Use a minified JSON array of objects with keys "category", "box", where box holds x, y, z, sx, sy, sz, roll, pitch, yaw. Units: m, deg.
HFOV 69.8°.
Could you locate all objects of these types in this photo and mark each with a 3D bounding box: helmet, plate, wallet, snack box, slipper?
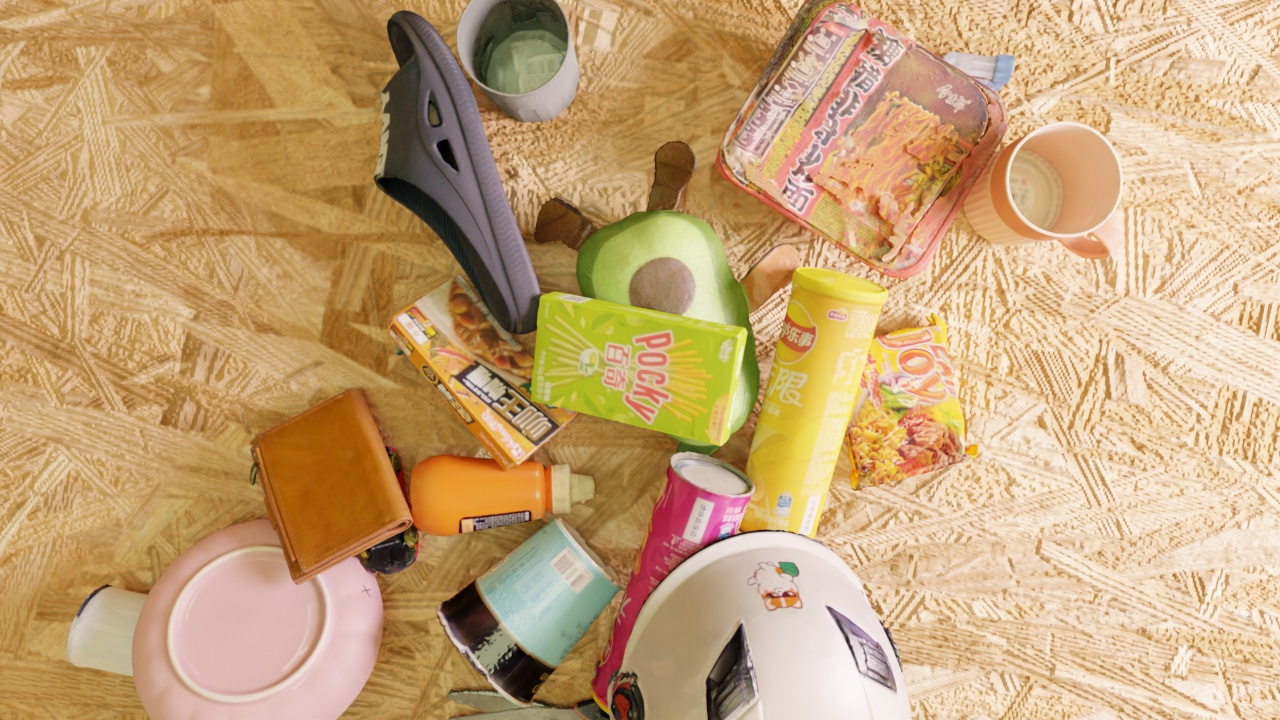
[{"category":"helmet","box":[0.102,0.278,0.663,0.229,0.157,0.274,-6,112,-16]},{"category":"plate","box":[-0.304,0.210,0.726,0.192,0.039,0.192,3,60,-5]},{"category":"wallet","box":[-0.259,0.102,0.742,0.119,0.035,0.130,-29,65,0]},{"category":"snack box","box":[-0.128,0.009,0.745,0.153,0.026,0.075,49,54,0]},{"category":"snack box","box":[-0.004,0.004,0.684,0.156,0.026,0.086,13,106,17]},{"category":"slipper","box":[-0.156,-0.138,0.709,0.083,0.111,0.268,-23,93,-19]}]

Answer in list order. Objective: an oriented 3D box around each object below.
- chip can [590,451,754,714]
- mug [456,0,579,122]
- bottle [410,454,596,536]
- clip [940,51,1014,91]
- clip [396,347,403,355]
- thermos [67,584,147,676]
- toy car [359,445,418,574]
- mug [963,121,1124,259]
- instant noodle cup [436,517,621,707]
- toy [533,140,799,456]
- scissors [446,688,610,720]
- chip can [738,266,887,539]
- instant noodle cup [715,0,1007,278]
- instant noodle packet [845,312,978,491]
[{"category":"chip can","box":[0.024,0.181,0.727,0.071,0.071,0.211,18,105,1]},{"category":"mug","box":[-0.097,-0.254,0.713,0.084,0.103,0.124,-19,91,2]},{"category":"bottle","box":[-0.111,0.108,0.756,0.149,0.067,0.067,-2,93,-6]},{"category":"clip","box":[0.272,-0.238,0.747,0.058,0.042,0.026,12,94,4]},{"category":"clip","box":[-0.180,-0.023,0.772,0.033,0.013,0.054,24,95,-1]},{"category":"thermos","box":[-0.348,0.245,0.763,0.224,0.073,0.073,12,93,1]},{"category":"toy car","box":[-0.216,0.126,0.770,0.049,0.031,0.106,-17,81,7]},{"category":"mug","box":[0.315,-0.121,0.706,0.114,0.106,0.082,41,93,-1]},{"category":"instant noodle cup","box":[-0.083,0.195,0.742,0.120,0.111,0.111,-44,91,-6]},{"category":"toy","box":[0.019,-0.041,0.729,0.227,0.090,0.246,-26,89,9]},{"category":"scissors","box":[-0.056,0.323,0.785,0.202,0.015,0.206,-34,92,3]},{"category":"chip can","box":[0.129,0.038,0.714,0.072,0.072,0.214,12,107,1]},{"category":"instant noodle cup","box":[0.171,-0.171,0.722,0.189,0.079,0.164,32,93,0]},{"category":"instant noodle packet","box":[0.212,0.033,0.750,0.111,0.044,0.128,-13,92,-1]}]
